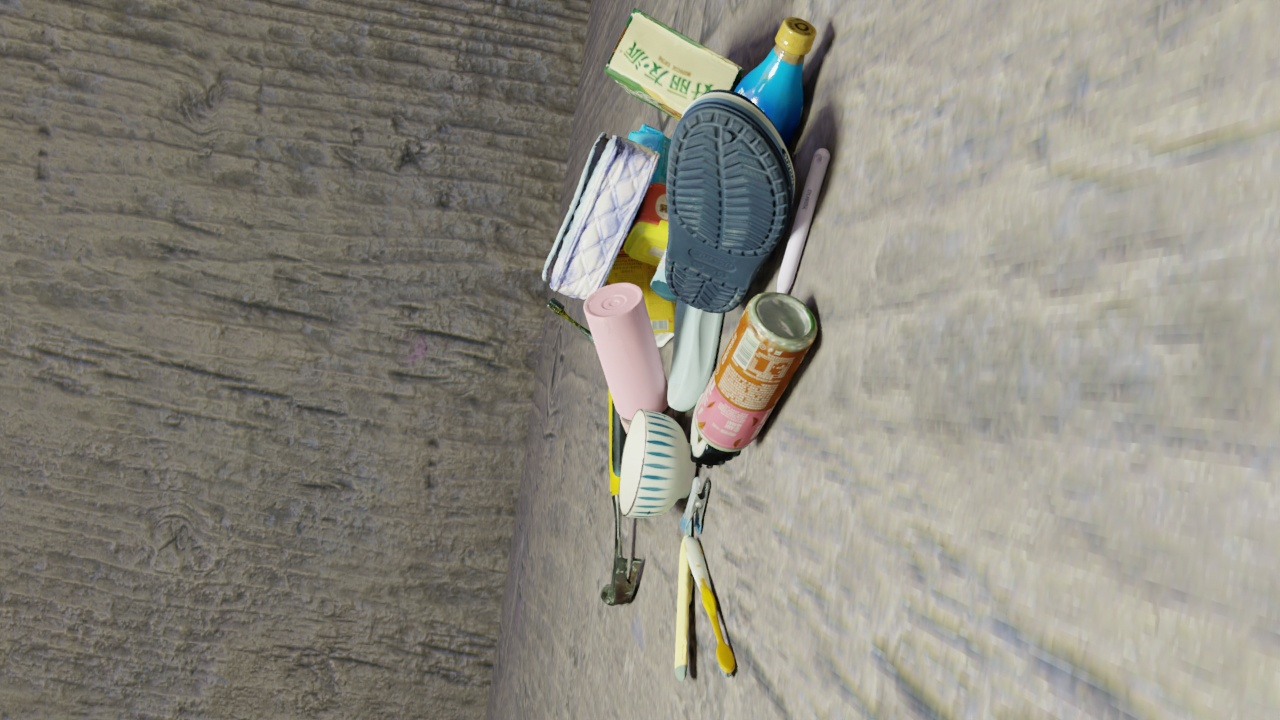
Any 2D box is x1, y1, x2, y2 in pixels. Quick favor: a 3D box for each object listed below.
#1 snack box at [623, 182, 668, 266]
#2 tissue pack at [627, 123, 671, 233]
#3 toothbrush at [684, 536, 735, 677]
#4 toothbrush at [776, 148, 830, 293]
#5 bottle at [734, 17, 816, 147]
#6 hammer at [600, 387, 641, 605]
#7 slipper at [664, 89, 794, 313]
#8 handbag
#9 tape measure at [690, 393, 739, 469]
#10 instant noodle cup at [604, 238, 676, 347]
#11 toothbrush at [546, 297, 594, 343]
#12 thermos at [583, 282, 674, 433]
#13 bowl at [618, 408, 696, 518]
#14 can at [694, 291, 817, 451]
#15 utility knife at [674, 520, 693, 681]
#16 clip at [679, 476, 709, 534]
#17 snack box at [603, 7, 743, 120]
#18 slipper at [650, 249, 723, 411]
[{"bbox_3d":[0.033,-0.156,1.079,0.082,0.091,0.080,126,157,-62],"label":"snack box"},{"bbox_3d":[0.017,-0.221,1.168,0.090,0.063,0.140,13,-96,-59],"label":"tissue pack"},{"bbox_3d":[0.061,0.221,0.844,0.191,0.016,0.018,-108,20,-64],"label":"toothbrush"},{"bbox_3d":[0.122,-0.081,0.755,0.021,0.029,0.189,-23,-48,-58],"label":"toothbrush"},{"bbox_3d":[0.102,-0.203,0.825,0.219,0.065,0.065,111,164,-47],"label":"bottle"},{"bbox_3d":[-0.028,0.156,1.217,0.126,0.032,0.322,127,145,-68],"label":"hammer"},{"bbox_3d":[0.079,-0.134,0.791,0.253,0.105,0.095,94,-164,-60],"label":"slipper"},{"bbox_3d":[-0.049,-0.167,1.062,0.134,0.075,0.194,-115,49,-77],"label":"handbag"},{"bbox_3d":[0.071,0.063,0.867,0.066,0.033,0.066,129,148,-65],"label":"tape measure"},{"bbox_3d":[-0.004,-0.083,1.177,0.116,0.116,0.123,135,130,-71],"label":"instant noodle cup"},{"bbox_3d":[-0.043,-0.018,1.162,0.012,0.186,0.017,-52,1,-29],"label":"toothbrush"},{"bbox_3d":[-0.006,0.006,1.029,0.087,0.067,0.199,-86,-18,-51],"label":"thermos"},{"bbox_3d":[0.021,0.114,0.985,0.116,0.066,0.116,-171,91,-79],"label":"bowl"},{"bbox_3d":[0.090,0.012,0.743,0.148,0.058,0.057,112,163,-48],"label":"can"},{"bbox_3d":[0.043,0.224,0.921,0.031,0.021,0.197,121,154,-52],"label":"utility knife"},{"bbox_3d":[0.055,0.144,0.919,0.026,0.041,0.058,-115,40,-75],"label":"clip"},{"bbox_3d":[0.039,-0.280,0.922,0.063,0.114,0.239,-61,2,12],"label":"snack box"},{"bbox_3d":[0.047,-0.069,0.982,0.104,0.074,0.245,-168,85,-80],"label":"slipper"}]
